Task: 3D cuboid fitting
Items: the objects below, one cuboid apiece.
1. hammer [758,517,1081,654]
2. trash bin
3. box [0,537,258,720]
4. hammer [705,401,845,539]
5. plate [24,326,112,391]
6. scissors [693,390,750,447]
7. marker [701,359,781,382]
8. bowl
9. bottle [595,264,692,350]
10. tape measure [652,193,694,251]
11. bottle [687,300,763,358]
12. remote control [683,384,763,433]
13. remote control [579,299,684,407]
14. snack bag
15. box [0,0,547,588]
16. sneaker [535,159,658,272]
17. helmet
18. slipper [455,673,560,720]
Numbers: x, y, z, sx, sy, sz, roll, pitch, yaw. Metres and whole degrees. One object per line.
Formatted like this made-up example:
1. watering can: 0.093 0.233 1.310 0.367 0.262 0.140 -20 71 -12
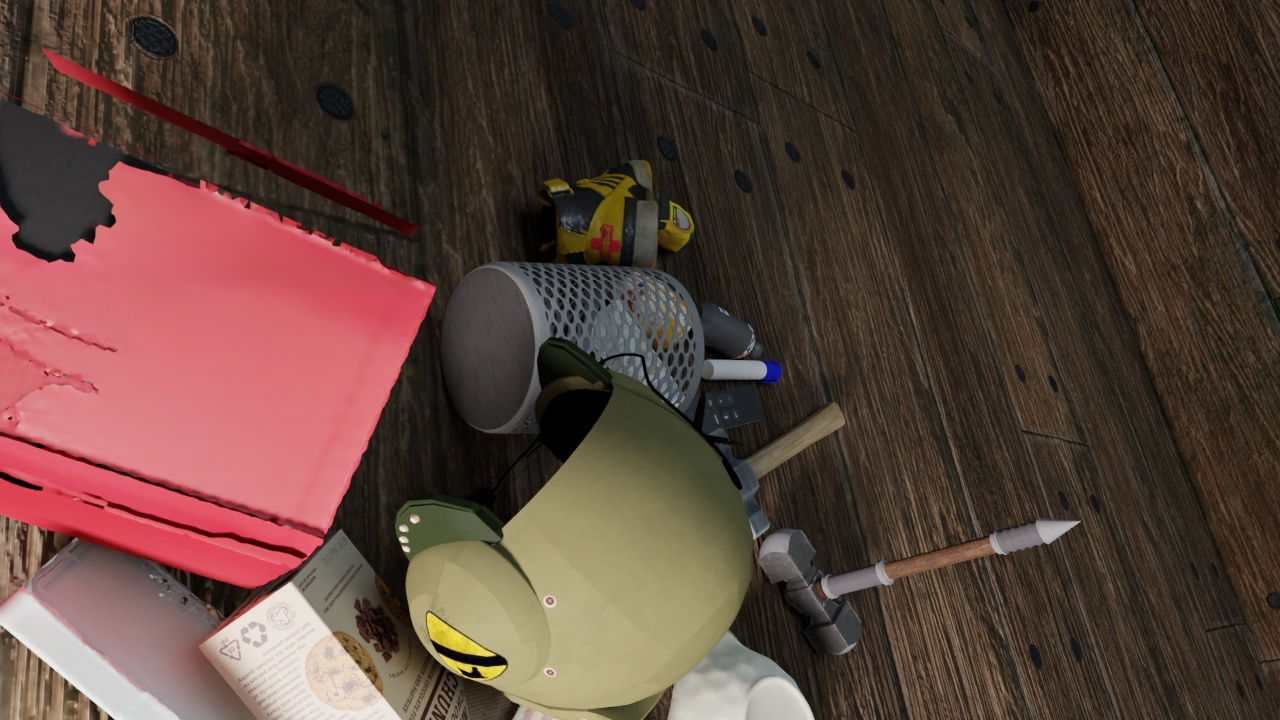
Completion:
1. hammer: 0.277 0.203 0.915 0.156 0.323 0.042 57 40 -6
2. trash bin: -0.063 -0.010 0.813 0.183 0.157 0.156 0 68 -44
3. box: -0.273 0.186 0.539 0.197 0.078 0.122 50 22 -16
4. hammer: 0.162 0.106 1.070 0.321 0.051 0.117 -21 84 -53
5. plate: -0.281 0.016 0.563 0.187 0.016 0.187 41 86 -22
6. scissors: 0.049 0.081 0.892 0.012 0.171 0.158 -42 128 -29
7. marker: 0.121 0.013 1.095 0.133 0.023 0.027 1 89 -47
8. bowl: 0.111 0.356 0.858 0.188 0.060 0.219 3 65 -46
9. bottle: 0.003 -0.061 0.981 0.109 0.063 0.063 42 43 -10
10. tape measure: 0.032 -0.158 1.087 0.064 0.037 0.065 24 38 -30
11. bottle: 0.101 -0.031 1.081 0.112 0.047 0.046 27 50 -34
12. remote control: 0.092 0.057 1.050 0.146 0.008 0.045 -8 74 -49
13. remote control: -0.006 0.005 0.953 0.050 0.011 0.136 -36 97 -15
14. snack bag: -0.171 0.224 0.590 0.206 0.070 0.094 55 4 -7
15. box: -0.226 0.003 0.406 0.211 0.379 0.123 24 41 -21
16. sneaker: -0.047 -0.159 0.972 0.122 0.086 0.238 3 24 -5
17. helmet: -0.047 0.135 0.644 0.233 0.256 0.249 45 44 -10
18. slipper: -0.052 0.325 0.708 0.263 0.052 0.114 48 43 -16
